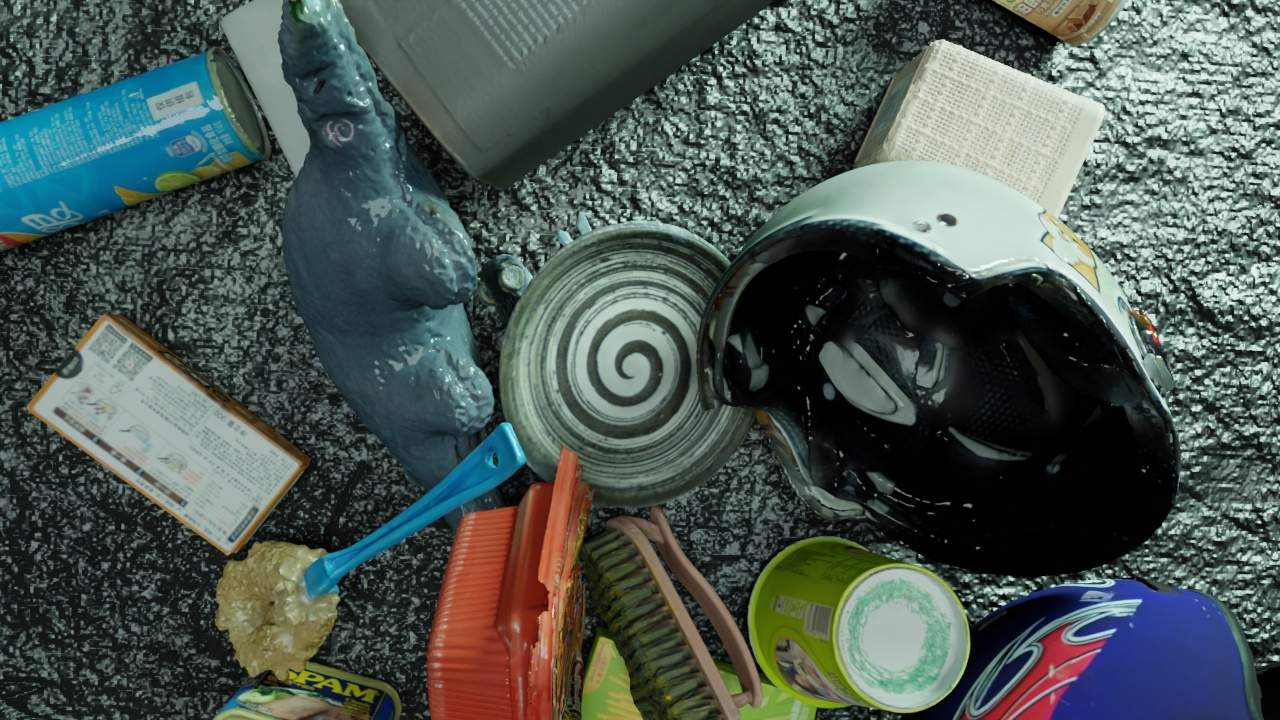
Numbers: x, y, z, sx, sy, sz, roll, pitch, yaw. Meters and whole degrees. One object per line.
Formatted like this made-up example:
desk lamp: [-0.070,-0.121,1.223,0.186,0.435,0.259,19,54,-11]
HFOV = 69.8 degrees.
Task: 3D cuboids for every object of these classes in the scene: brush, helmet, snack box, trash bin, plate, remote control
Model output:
brush: [0.017,0.163,0.578,0.073,0.063,0.145,-18,66,-24]
helmet: [0.287,0.246,0.533,0.315,0.247,0.240,-41,78,-10]
brush: [-0.161,0.109,0.532,0.255,0.045,0.083,-34,69,22]
snack box: [0.033,0.241,0.614,0.156,0.026,0.086,18,90,-5]
trash bin: [-0.050,-0.225,0.506,0.220,0.198,0.199,-39,95,4]
snack box: [-0.293,0.046,0.576,0.153,0.026,0.075,39,89,-6]
plate: [-0.003,0.003,0.572,0.179,0.024,0.179,-4,102,-22]
remote control: [-0.203,-0.155,0.575,0.058,0.021,0.150,-25,95,-3]
helmet: [0.175,-0.010,0.537,0.274,0.231,0.156,36,51,-15]

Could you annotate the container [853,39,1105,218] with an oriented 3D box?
container: [0.206,-0.136,0.579,0.111,0.090,0.090,25,90,-3]

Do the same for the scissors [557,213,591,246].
scissors: [-0.004,-0.041,0.603,0.073,0.017,0.137,-25,91,-3]

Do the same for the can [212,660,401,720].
can: [-0.207,0.231,0.564,0.102,0.083,0.057,18,91,-6]

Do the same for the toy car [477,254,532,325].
toy car: [-0.068,-0.028,0.585,0.034,0.043,0.090,-40,99,-29]

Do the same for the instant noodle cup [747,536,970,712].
instant noodle cup: [0.136,0.163,0.558,0.111,0.123,0.111,2,79,-9]

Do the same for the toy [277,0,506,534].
toy: [-0.141,-0.032,0.520,0.091,0.138,0.357,-27,128,-26]

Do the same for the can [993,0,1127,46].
can: [0.252,-0.255,0.590,0.116,0.058,0.058,27,90,-6]

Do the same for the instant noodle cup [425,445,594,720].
instant noodle cup: [-0.067,0.159,0.506,0.079,0.164,0.189,2,119,-1]

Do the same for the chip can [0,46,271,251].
chip can: [-0.335,-0.117,0.543,0.210,0.071,0.071,-21,94,-4]
